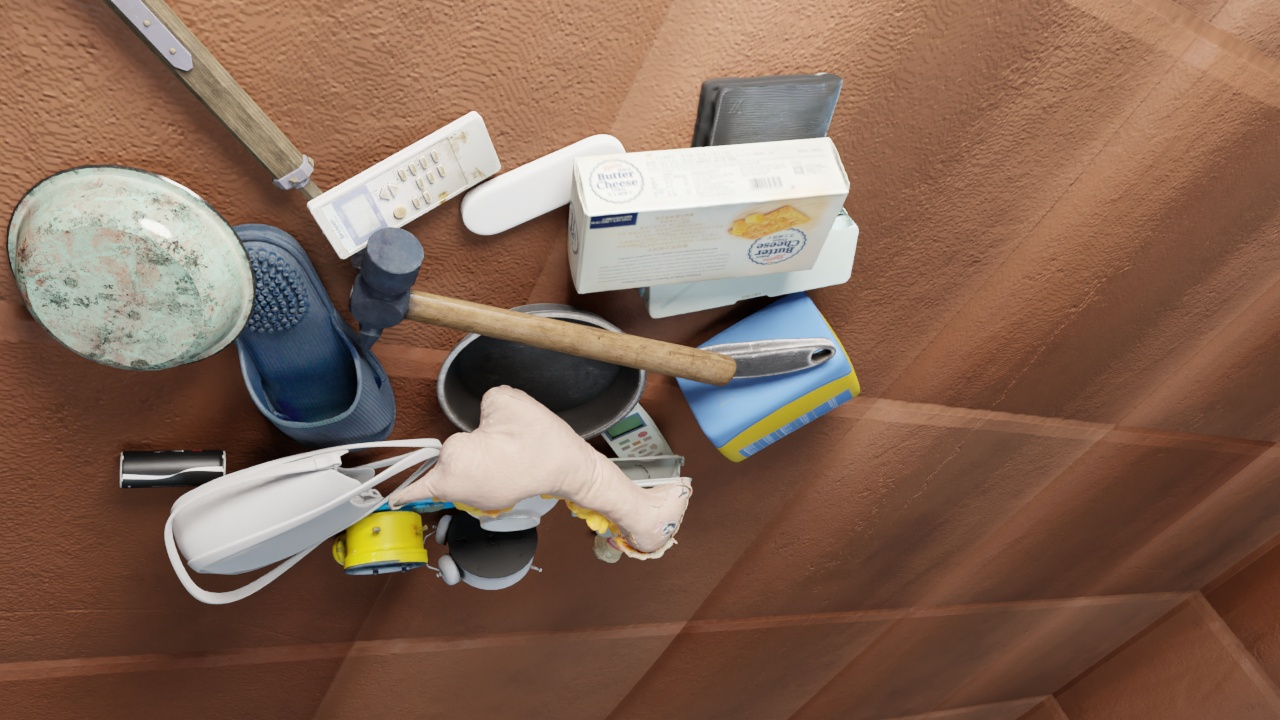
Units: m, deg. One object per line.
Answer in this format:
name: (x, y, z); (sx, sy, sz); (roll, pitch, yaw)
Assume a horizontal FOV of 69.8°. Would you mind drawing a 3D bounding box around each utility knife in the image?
utility knife: (-0.206, 0.148, 0.966); (0.178, 0.015, 0.031); (-7, 149, -21)

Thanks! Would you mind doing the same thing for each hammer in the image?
hammer: (-0.261, -0.156, 0.587); (0.147, 0.028, 0.317); (-28, 140, 4)
hammer: (-0.069, -0.020, 0.741); (0.321, 0.040, 0.130); (12, 146, -20)

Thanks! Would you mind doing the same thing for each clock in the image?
clock: (-0.267, 0.191, 0.941); (0.083, 0.057, 0.119); (4, 159, -36)
clock: (-0.170, 0.199, 0.980); (0.122, 0.094, 0.035); (-3, 140, -15)

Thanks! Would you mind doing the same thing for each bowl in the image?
bowl: (-0.346, -0.050, 0.618); (0.157, 0.038, 0.158); (-3, 125, -5)
bowl: (-0.131, 0.134, 0.917); (0.118, 0.062, 0.118); (-5, 158, -2)

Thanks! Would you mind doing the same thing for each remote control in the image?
remote control: (-0.002, 0.087, 0.989); (0.049, 0.024, 0.143); (-24, 142, 7)
remote control: (-0.166, -0.124, 0.654); (0.135, 0.011, 0.050); (-33, 143, -12)
remote control: (-0.075, -0.136, 0.712); (0.136, 0.013, 0.043); (-23, 141, 0)

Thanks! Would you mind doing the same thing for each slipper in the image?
slipper: (-0.269, 0.012, 0.730); (0.101, 0.082, 0.264); (-17, 140, -5)

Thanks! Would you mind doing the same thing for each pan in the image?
pan: (-0.005, 0.005, 0.831); (0.357, 0.055, 0.188); (-10, 139, -1)

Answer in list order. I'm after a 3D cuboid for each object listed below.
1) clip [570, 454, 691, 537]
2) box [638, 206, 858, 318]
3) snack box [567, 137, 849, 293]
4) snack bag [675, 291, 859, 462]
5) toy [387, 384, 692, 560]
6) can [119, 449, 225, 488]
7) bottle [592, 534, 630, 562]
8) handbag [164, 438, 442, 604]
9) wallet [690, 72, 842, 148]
clip: (-0.018, 0.134, 0.988); (0.126, 0.096, 0.152); (-1, 162, -8)
box: (0.097, -0.090, 0.822); (0.199, 0.066, 0.083); (-12, 157, -10)
snack box: (0.048, -0.114, 0.728); (0.207, 0.057, 0.104); (-7, 151, -11)
snack bag: (0.143, 0.036, 0.952); (0.159, 0.102, 0.205); (-31, 150, 9)
toy: (-0.079, 0.130, 0.860); (0.196, 0.065, 0.264); (-41, 124, 5)
can: (-0.403, 0.093, 0.793); (0.080, 0.031, 0.032); (2, 134, -28)
bottle: (-0.014, 0.196, 1.092); (0.044, 0.044, 0.109); (16, 127, -38)
handbag: (-0.278, 0.122, 0.803); (0.222, 0.095, 0.216); (-22, 170, -11)
wallet: (0.100, -0.184, 0.733); (0.114, 0.026, 0.089); (-9, 137, -17)
